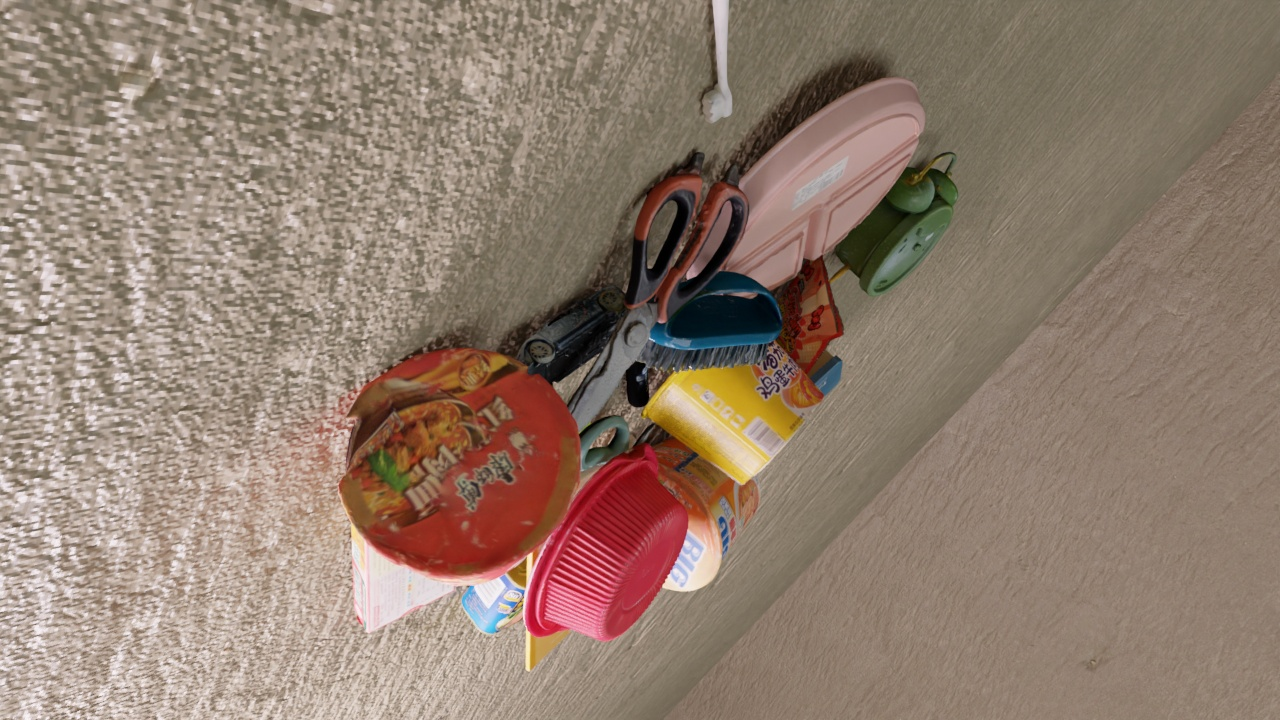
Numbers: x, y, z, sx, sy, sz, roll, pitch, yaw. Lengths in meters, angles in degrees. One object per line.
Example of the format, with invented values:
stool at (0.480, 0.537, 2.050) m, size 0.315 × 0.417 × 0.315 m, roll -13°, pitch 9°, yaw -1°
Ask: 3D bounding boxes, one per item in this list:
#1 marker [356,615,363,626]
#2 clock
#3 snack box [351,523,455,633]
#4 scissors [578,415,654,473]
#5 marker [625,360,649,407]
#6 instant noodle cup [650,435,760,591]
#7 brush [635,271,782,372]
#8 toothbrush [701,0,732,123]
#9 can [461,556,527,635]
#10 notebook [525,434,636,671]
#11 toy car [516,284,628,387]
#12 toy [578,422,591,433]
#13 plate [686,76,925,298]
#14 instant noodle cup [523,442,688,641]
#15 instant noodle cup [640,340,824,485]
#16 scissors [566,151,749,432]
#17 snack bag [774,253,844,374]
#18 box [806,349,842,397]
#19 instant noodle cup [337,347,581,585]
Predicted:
marker at (-0.177, 0.167, 0.761) m, size 0.145 × 0.017 × 0.017 m, roll -42°, pitch 158°, yaw -2°
clock at (0.259, -0.137, 0.910) m, size 0.115 × 0.056 × 0.162 m, roll -15°, pitch 145°, yaw -51°
snack box at (-0.173, 0.139, 0.680) m, size 0.076 × 0.027 × 0.156 m, roll -22°, pitch 146°, yaw -32°
scissors at (-0.043, 0.118, 0.796) m, size 0.170 × 0.019 × 0.174 m, roll -60°, pitch 159°, yaw -5°
marker at (-0.004, 0.004, 0.757) m, size 0.020 × 0.022 × 0.132 m, roll -45°, pitch 160°, yaw -18°
instant noodle cup at (0.046, 0.144, 0.948) m, size 0.111 × 0.151 × 0.152 m, roll -33°, pitch 157°, yaw -47°
brush at (0.054, -0.033, 0.690) m, size 0.143 × 0.055 × 0.074 m, roll -5°, pitch 132°, yaw -40°
toothbrush at (0.040, -0.188, 0.490) m, size 0.016 × 0.016 × 0.180 m, roll -34°, pitch 158°, yaw -9°
can at (-0.116, 0.214, 0.902) m, size 0.101 × 0.057 × 0.083 m, roll -12°, pitch 144°, yaw -53°
notebook at (-0.058, 0.184, 0.869) m, size 0.145 × 0.010 × 0.207 m, roll -34°, pitch 141°, yaw -43°
toy car at (-0.049, -0.014, 0.631) m, size 0.105 × 0.031 × 0.049 m, roll -37°, pitch 154°, yaw -29°
toy at (-0.076, 0.086, 0.768) m, size 0.096 × 0.031 × 0.100 m, roll -43°, pitch 163°, yaw -11°
plate at (0.135, -0.123, 0.724) m, size 0.229 × 0.028 × 0.230 m, roll -33°, pitch 162°, yaw -13°
instant noodle cup at (-0.018, 0.172, 0.804) m, size 0.193 × 0.066 × 0.194 m, roll -45°, pitch 151°, yaw -34°
instant noodle cup at (0.086, 0.034, 0.807) m, size 0.138 × 0.110 × 0.138 m, roll -47°, pitch 174°, yaw -7°
scissors at (-0.008, -0.037, 0.609) m, size 0.209 × 0.015 × 0.182 m, roll -28°, pitch 126°, yaw -22°
snack bag at (0.141, -0.006, 0.899) m, size 0.208 × 0.073 × 0.128 m, roll 115°, pitch -12°, yaw -46°
box at (0.155, 0.044, 1.052) m, size 0.184 × 0.063 × 0.090 m, roll -41°, pitch 159°, yaw -3°
instant noodle cup at (-0.108, 0.076, 0.568) m, size 0.137 × 0.138 × 0.109 m, roll -35°, pitch 165°, yaw -21°
